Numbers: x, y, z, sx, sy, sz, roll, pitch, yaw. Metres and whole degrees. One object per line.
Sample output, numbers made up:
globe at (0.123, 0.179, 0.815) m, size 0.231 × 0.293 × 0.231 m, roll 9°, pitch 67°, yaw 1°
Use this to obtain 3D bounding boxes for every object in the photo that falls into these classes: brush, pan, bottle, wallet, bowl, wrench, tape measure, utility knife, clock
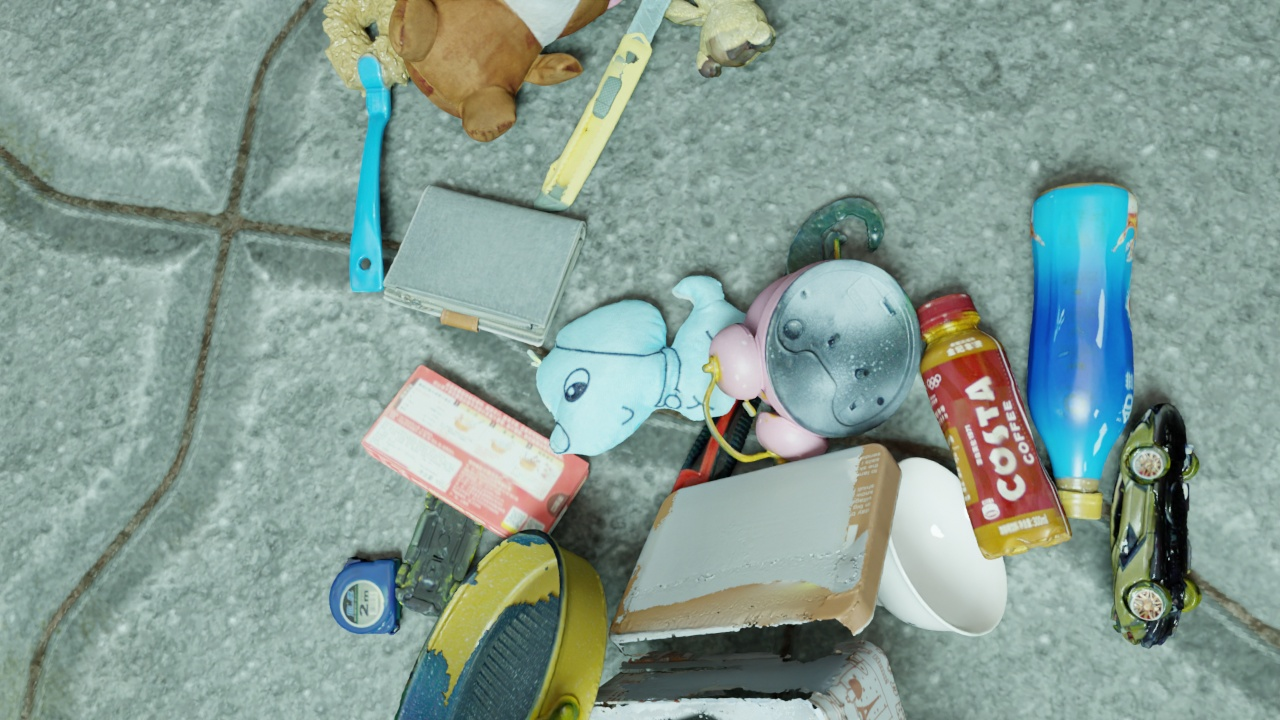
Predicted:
brush at (-0.208, -0.177, 0.707) m, size 0.083 × 0.046 × 0.254 m, roll -2°, pitch 79°, yaw 5°
pan at (-0.070, 0.193, 0.493) m, size 0.078 × 0.358 × 0.197 m, roll 31°, pitch 76°, yaw -23°
bottle at (0.292, -0.005, 0.611) m, size 0.065 × 0.065 × 0.218 m, roll 3°, pitch 85°, yaw 9°
wallet at (-0.117, -0.071, 0.690) m, size 0.130 × 0.037 × 0.106 m, roll 15°, pitch 71°, yaw 11°
bowl at (0.179, 0.130, 0.610) m, size 0.065 × 0.118 × 0.118 m, roll -36°, pitch 79°, yaw 42°
wrench at (0.092, 0.000, 0.666) m, size 0.056 × 0.016 × 0.273 m, roll 30°, pitch 89°, yaw 10°
tape measure at (-0.205, 0.177, 0.691) m, size 0.054 × 0.025 × 0.058 m, roll -3°, pitch 81°, yaw 10°
utility knife at (-0.023, -0.200, 0.688) m, size 0.031 × 0.021 × 0.205 m, roll 30°, pitch 96°, yaw 3°
clock at (0.110, 0.003, 0.617) m, size 0.158 × 0.060 × 0.117 m, roll -42°, pitch 107°, yaw -12°
bottle at (0.229, 0.041, 0.612) m, size 0.057 × 0.057 × 0.174 m, roll -15°, pitch 71°, yaw 7°

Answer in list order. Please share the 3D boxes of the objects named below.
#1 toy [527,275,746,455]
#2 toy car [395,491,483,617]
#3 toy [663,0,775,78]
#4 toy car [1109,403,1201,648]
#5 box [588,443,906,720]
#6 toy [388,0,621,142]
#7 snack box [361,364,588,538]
toy at (-0.004, 0.004, 0.661) m, size 0.156 × 0.050 × 0.161 m, roll 21°, pitch 81°, yaw 19°
toy car at (-0.144, 0.137, 0.682) m, size 0.048 × 0.032 × 0.105 m, roll 17°, pitch 77°, yaw 4°
toy at (0.060, -0.289, 0.678) m, size 0.105 × 0.066 × 0.157 m, roll -17°, pitch 77°, yaw 39°
toy car at (0.334, 0.106, 0.597) m, size 0.042 × 0.070 × 0.158 m, roll 0°, pitch 83°, yaw 47°
box at (0.062, 0.179, 0.531) m, size 0.180 × 0.134 × 0.270 m, roll -19°, pitch 58°, yaw 38°
toy at (-0.088, -0.267, 0.667) m, size 0.199 × 0.130 × 0.140 m, roll -47°, pitch 113°, yaw -8°
snack box at (-0.121, 0.072, 0.675) m, size 0.153 × 0.025 × 0.075 m, roll 29°, pitch 67°, yaw 9°
